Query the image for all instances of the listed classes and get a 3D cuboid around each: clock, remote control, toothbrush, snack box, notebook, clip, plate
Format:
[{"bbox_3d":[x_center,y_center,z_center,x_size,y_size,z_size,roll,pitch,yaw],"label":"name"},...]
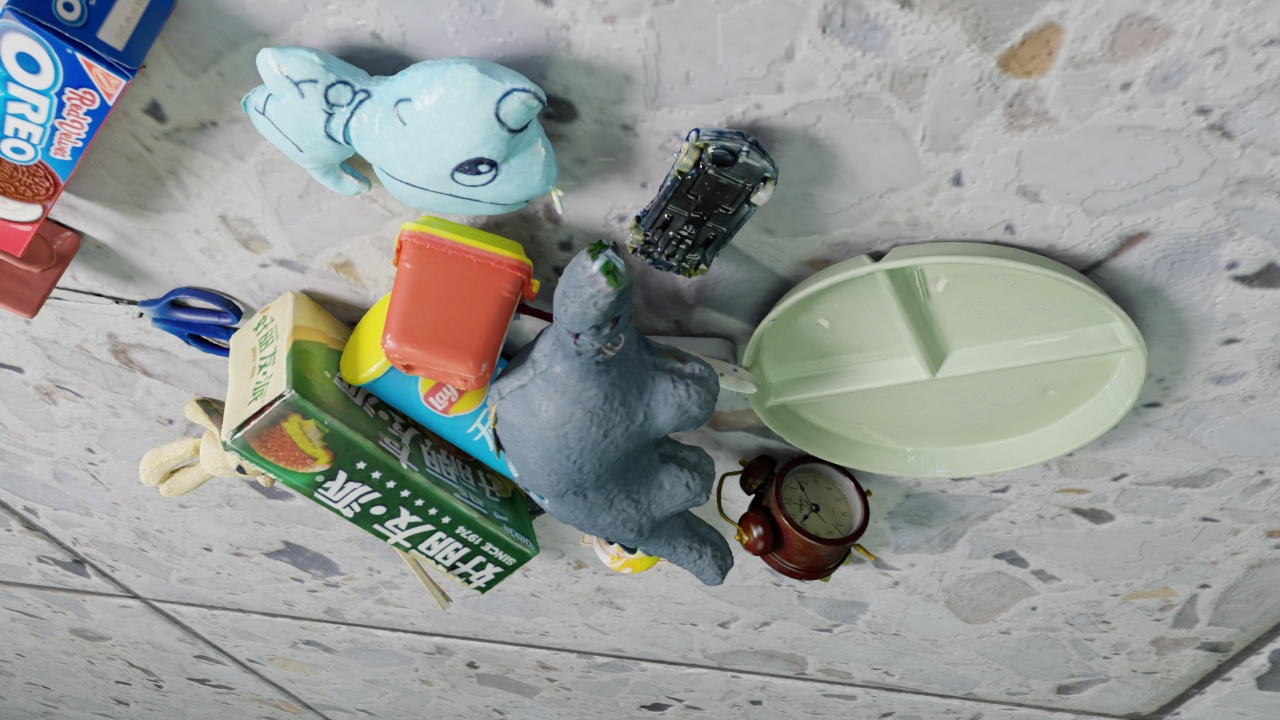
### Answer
[{"bbox_3d":[0.113,0.113,0.681,0.122,0.081,0.055,14,141,-7],"label":"clock"},{"bbox_3d":[-0.004,0.004,0.607,0.136,0.020,0.056,2,146,11],"label":"remote control"},{"bbox_3d":[-0.016,-0.011,0.573,0.187,0.016,0.017,18,154,5],"label":"toothbrush"},{"bbox_3d":[-0.103,-0.028,0.515,0.082,0.080,0.091,15,170,-8],"label":"snack box"},{"bbox_3d":[-0.175,0.064,0.647,0.063,0.114,0.240,-36,130,10],"label":"snack box"},{"bbox_3d":[-0.233,0.119,0.771,0.149,0.012,0.212,39,158,29],"label":"notebook"},{"bbox_3d":[-0.011,0.158,0.824,0.100,0.034,0.070,7,147,13],"label":"clip"},{"bbox_3d":[0.177,0.007,0.557,0.230,0.027,0.231,8,146,5],"label":"plate"},{"bbox_3d":[-0.308,-0.126,0.470,0.057,0.058,0.208,32,141,-33],"label":"snack box"}]

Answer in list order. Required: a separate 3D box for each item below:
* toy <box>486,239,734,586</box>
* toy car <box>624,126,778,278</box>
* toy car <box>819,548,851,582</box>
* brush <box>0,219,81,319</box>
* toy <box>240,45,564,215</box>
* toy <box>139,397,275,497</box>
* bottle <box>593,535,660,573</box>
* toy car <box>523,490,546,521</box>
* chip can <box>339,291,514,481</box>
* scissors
[{"bbox_3d":[-0.020,0.047,0.558,0.138,0.091,0.357,9,147,18],"label":"toy"},{"bbox_3d":[0.030,-0.081,0.466,0.049,0.031,0.106,20,146,-15],"label":"toy car"},{"bbox_3d":[0.150,0.162,0.783,0.042,0.035,0.091,14,146,-2],"label":"toy car"},{"bbox_3d":[-0.431,-0.085,0.560,0.145,0.063,0.069,27,154,-20],"label":"brush"},{"bbox_3d":[-0.111,-0.108,0.450,0.156,0.049,0.162,25,154,-24],"label":"toy"},{"bbox_3d":[-0.358,0.082,0.777,0.157,0.066,0.105,-16,121,24],"label":"toy"},{"bbox_3d":[-0.006,0.126,0.750,0.063,0.063,0.109,9,138,3],"label":"bottle"},{"bbox_3d":[-0.080,0.104,0.757,0.091,0.034,0.043,-27,93,31],"label":"toy car"},{"bbox_3d":[-0.100,0.037,0.636,0.071,0.071,0.210,-19,136,36],"label":"chip can"},{"bbox_3d":[-0.359,-0.029,0.666,0.174,0.012,0.126,-7,142,26],"label":"scissors"}]
